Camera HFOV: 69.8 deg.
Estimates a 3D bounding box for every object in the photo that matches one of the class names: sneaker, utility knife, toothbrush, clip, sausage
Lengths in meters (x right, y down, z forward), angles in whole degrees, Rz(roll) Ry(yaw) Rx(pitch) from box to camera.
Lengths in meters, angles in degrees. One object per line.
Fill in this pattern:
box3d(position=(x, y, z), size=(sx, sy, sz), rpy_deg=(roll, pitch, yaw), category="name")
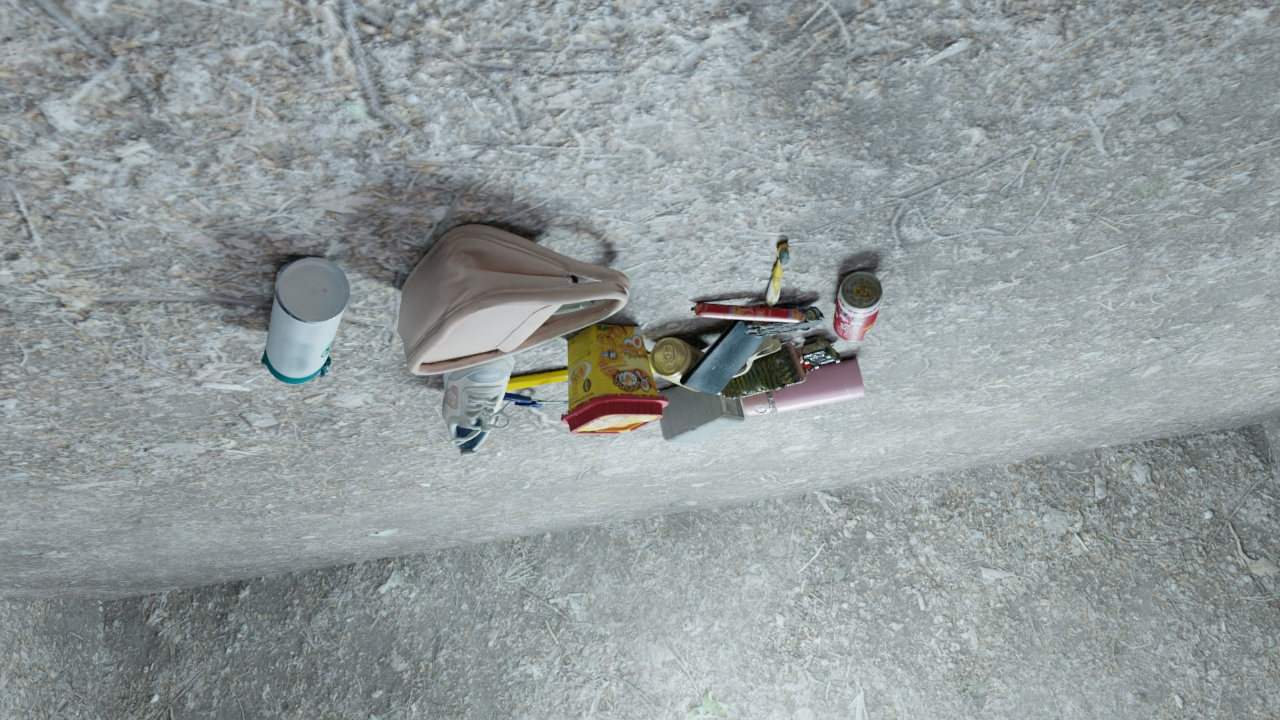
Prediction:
box3d(position=(-0.223, 0.058, 1.234), size=(0.089, 0.090, 0.243), rpy_deg=(-2, 154, -21), category="sneaker")
box3d(position=(-0.171, 0.030, 1.326), size=(0.154, 0.015, 0.033), rpy_deg=(-9, 163, -1), category="utility knife")
box3d(position=(0.161, -0.094, 1.074), size=(0.016, 0.018, 0.191), rpy_deg=(-7, 164, 1), category="toothbrush")
box3d(position=(0.159, -0.005, 1.349), size=(0.105, 0.034, 0.084), rpy_deg=(-21, 158, 13), category="clip")
box3d(position=(0.137, -0.060, 1.149), size=(0.155, 0.020, 0.020), rpy_deg=(3, 161, -13), category="sausage")

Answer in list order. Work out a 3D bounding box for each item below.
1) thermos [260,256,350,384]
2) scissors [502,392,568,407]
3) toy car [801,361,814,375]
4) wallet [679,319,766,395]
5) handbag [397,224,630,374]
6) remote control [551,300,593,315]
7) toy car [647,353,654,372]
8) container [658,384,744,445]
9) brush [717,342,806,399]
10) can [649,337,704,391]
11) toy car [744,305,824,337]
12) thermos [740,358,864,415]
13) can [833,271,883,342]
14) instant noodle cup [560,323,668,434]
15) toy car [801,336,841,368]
box3d(position=(-0.346, -0.031, 0.946), size=(0.073, 0.073, 0.225), rpy_deg=(-1, 162, -25), category="thermos")
box3d(position=(-0.159, 0.061, 1.376), size=(0.162, 0.012, 0.175), rpy_deg=(11, 171, -17), category="scissors")
box3d(position=(0.223, 0.017, 1.439), size=(0.106, 0.031, 0.049), rpy_deg=(-20, -175, 25), category="toy car")
box3d(position=(0.115, -0.004, 1.256), size=(0.121, 0.019, 0.097), rpy_deg=(-49, 152, 12), category="wallet")
box3d(position=(-0.117, -0.058, 0.944), size=(0.233, 0.093, 0.194), rpy_deg=(-2, 162, -32), category="handbag")
box3d(position=(-0.128, -0.047, 1.079), size=(0.150, 0.021, 0.058), rpy_deg=(-13, 161, 16), category="remote control")
box3d(position=(-0.008, 0.008, 1.305), size=(0.048, 0.032, 0.105), rpy_deg=(-16, 163, 23), category="toy car")
box3d(position=(0.099, 0.078, 1.501), size=(0.115, 0.090, 0.090), rpy_deg=(-24, 158, 34), category="container")
box3d(position=(0.178, 0.020, 1.397), size=(0.146, 0.063, 0.072), rpy_deg=(-19, -169, 34), category="brush")
box3d(position=(0.062, 0.006, 1.287), size=(0.059, 0.058, 0.116), rpy_deg=(-16, 162, 23), category="can")
box3d(position=(0.188, -0.054, 1.198), size=(0.105, 0.031, 0.049), rpy_deg=(-6, 166, -5), category="toy car")
box3d(position=(0.261, 0.039, 1.504), size=(0.199, 0.067, 0.087), rpy_deg=(-10, 132, 9), category="thermos")
box3d(position=(0.274, -0.067, 1.160), size=(0.053, 0.053, 0.133), rpy_deg=(-10, 163, 6), category="can")
box3d(position=(-0.039, 0.024, 1.180), size=(0.116, 0.123, 0.116), rpy_deg=(3, 161, -35), category="instant noodle cup")
box3d(position=(0.271, -0.011, 1.374), size=(0.042, 0.035, 0.090), rpy_deg=(-15, 163, 25), category="toy car")
